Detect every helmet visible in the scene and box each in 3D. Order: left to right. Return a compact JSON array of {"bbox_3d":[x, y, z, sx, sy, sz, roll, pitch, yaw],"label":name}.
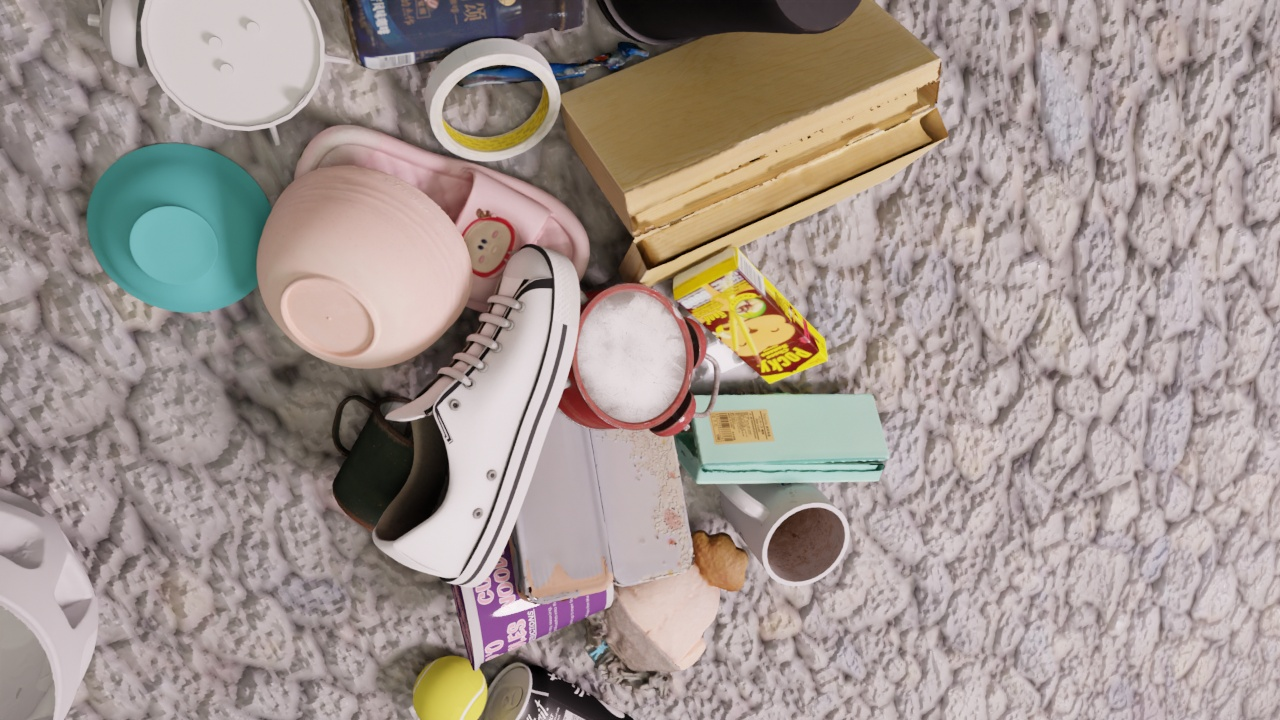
[{"bbox_3d":[-0.513,0.191,0.599,0.282,0.184,0.224,-24,111,-15],"label":"helmet"}]

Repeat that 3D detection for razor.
[{"bbox_3d":[-0.066,-0.213,0.669,0.141,0.043,0.018,-11,118,-6],"label":"razor"}]

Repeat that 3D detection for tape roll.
[{"bbox_3d":[-0.104,-0.182,0.648,0.094,0.019,0.094,-16,149,-10],"label":"tape roll"}]

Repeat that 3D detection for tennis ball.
[{"bbox_3d":[-0.170,0.297,0.818,0.065,0.065,0.065,-6,112,-16],"label":"tennis ball"}]

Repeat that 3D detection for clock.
[{"bbox_3d":[-0.274,-0.217,0.583,0.120,0.061,0.159,-47,118,4],"label":"clock"},{"bbox_3d":[-0.005,0.004,0.713,0.156,0.062,0.109,18,77,-32],"label":"clock"}]

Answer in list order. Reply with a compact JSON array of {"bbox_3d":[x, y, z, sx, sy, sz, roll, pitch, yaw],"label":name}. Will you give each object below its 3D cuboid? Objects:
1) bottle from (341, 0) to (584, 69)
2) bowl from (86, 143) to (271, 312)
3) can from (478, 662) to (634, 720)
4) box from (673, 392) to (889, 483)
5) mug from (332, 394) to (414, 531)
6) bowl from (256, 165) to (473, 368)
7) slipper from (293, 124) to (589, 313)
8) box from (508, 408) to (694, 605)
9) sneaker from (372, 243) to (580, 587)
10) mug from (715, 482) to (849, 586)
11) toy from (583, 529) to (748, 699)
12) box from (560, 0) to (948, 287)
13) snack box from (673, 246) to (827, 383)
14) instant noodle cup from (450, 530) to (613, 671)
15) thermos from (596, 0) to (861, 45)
[{"bbox_3d":[-0.119,-0.238,0.628,0.160,0.056,0.056,-13,114,-13],"label":"bottle"},{"bbox_3d":[-0.317,-0.084,0.630,0.121,0.046,0.121,-6,112,-16],"label":"bowl"},{"bbox_3d":[-0.073,0.347,0.861,0.146,0.080,0.080,39,95,-27],"label":"can"},{"bbox_3d":[0.130,0.062,0.814,0.188,0.077,0.080,2,111,-18],"label":"box"},{"bbox_3d":[-0.199,0.077,0.720,0.111,0.084,0.081,34,101,6],"label":"mug"},{"bbox_3d":[-0.198,-0.049,0.630,0.153,0.076,0.153,5,130,6],"label":"bowl"},{"bbox_3d":[-0.143,-0.098,0.677,0.221,0.055,0.107,22,105,-23],"label":"slipper"},{"bbox_3d":[-0.040,0.075,0.736,0.150,0.043,0.216,-6,81,-27],"label":"box"},{"bbox_3d":[-0.124,0.029,0.637,0.097,0.091,0.245,21,88,-34],"label":"sneaker"},{"bbox_3d":[0.115,0.134,0.828,0.119,0.096,0.083,32,98,-26],"label":"mug"},{"bbox_3d":[0.022,0.221,0.846,0.176,0.076,0.133,-35,102,0],"label":"toy"},{"bbox_3d":[0.090,-0.156,0.690,0.248,0.141,0.185,-25,123,-7],"label":"box"},{"bbox_3d":[0.094,-0.034,0.761,0.061,0.025,0.149,-24,137,29],"label":"snack box"},{"bbox_3d":[-0.093,0.175,0.766,0.121,0.122,0.137,-11,122,-17],"label":"instant noodle cup"},{"bbox_3d":[0.053,-0.254,0.591,0.105,0.218,0.106,-10,115,-23],"label":"thermos"}]
